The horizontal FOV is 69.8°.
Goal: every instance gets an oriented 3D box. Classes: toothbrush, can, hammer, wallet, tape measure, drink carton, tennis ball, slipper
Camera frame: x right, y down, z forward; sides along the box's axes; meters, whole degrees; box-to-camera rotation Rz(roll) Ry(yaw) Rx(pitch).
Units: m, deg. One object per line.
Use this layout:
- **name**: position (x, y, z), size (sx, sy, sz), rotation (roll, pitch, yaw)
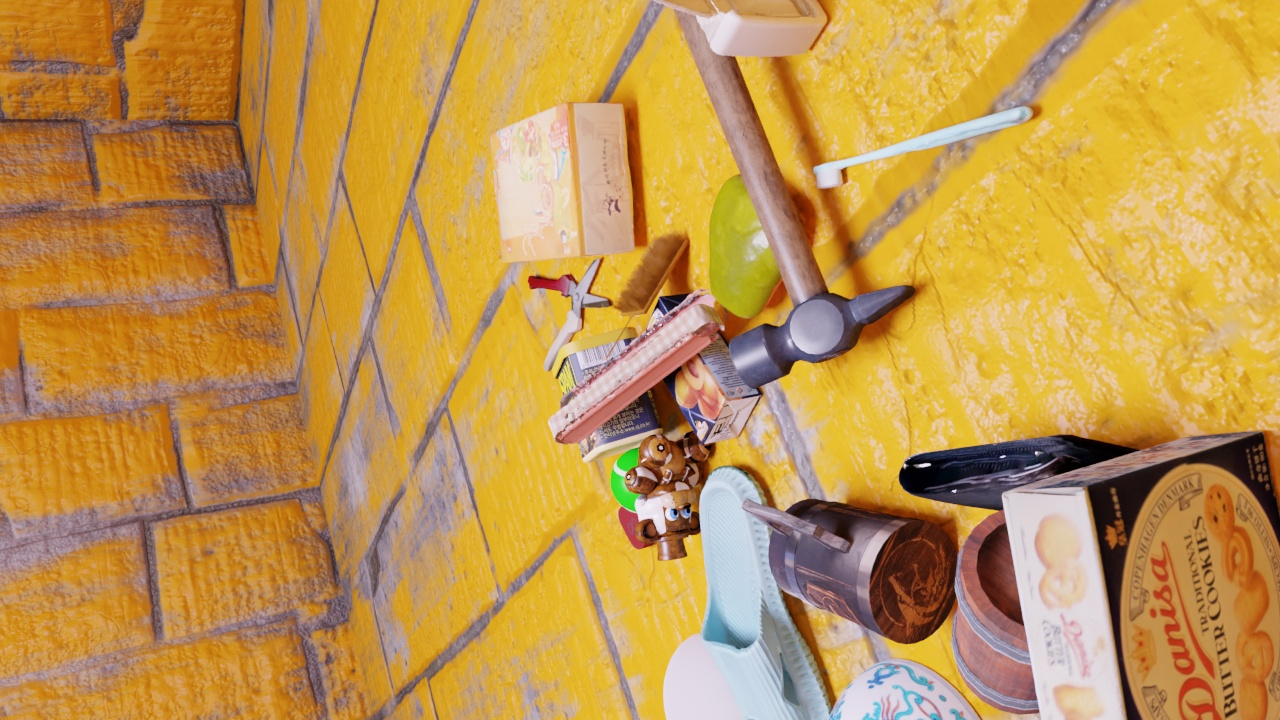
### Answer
- **toothbrush**: position (0.174, -0.135, 0.591), size (0.181, 0.016, 0.016), rotation (-4, 91, 61)
- **can**: position (-0.033, 0.038, 0.903), size (0.135, 0.075, 0.104), rotation (131, 123, -75)
- **hammer**: position (0.081, -0.151, 0.659), size (0.130, 0.040, 0.321), rotation (-25, 76, 26)
- **wallet**: position (0.213, 0.066, 0.501), size (0.115, 0.089, 0.026), rotation (-25, 58, 61)
- **tape measure**: position (-0.002, 0.173, 0.967), size (0.051, 0.019, 0.059), rotation (68, 155, 18)
- **drink carton**: position (0.051, 0.004, 0.813), size (0.130, 0.040, 0.064), rotation (60, 143, 34)
- **tennis ball**: position (0.003, 0.117, 0.898), size (0.065, 0.065, 0.065), rotation (22, 116, 57)
- **slipper**: position (0.089, 0.226, 0.777), size (0.116, 0.069, 0.276), rotation (-32, 69, 61)

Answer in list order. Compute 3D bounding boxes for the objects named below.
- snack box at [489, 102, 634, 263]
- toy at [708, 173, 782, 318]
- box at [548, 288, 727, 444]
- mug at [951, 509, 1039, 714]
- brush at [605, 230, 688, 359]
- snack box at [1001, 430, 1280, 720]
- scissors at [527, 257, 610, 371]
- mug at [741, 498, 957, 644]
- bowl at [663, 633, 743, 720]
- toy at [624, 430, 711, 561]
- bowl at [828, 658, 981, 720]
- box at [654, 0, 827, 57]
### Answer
- **snack box**: position (-0.078, -0.179, 0.949), size (0.195, 0.080, 0.145), rotation (7, 103, 59)
- **toy**: position (0.083, -0.086, 0.719), size (0.090, 0.051, 0.110), rotation (43, 129, 38)
- **box**: position (-0.007, 0.005, 0.781), size (0.187, 0.056, 0.067), rotation (-38, 42, 24)
- **mug**: position (0.226, 0.148, 0.493), size (0.117, 0.081, 0.111), rotation (24, 149, 28)
- **brush**: position (-0.002, -0.061, 0.832), size (0.048, 0.017, 0.126), rotation (-1, 55, 60)
- **snack box**: position (0.237, 0.115, 0.413), size (0.043, 0.144, 0.144), rotation (-12, 87, 60)
- **scissors**: position (-0.088, -0.057, 1.063), size (0.198, 0.015, 0.180), rotation (41, 130, 48)
- **mug**: position (0.138, 0.131, 0.628), size (0.107, 0.115, 0.080), rotation (4, 61, 61)
- **bowl**: position (0.060, 0.342, 0.877), size (0.150, 0.043, 0.150), rotation (22, 116, 56)
- **toy**: position (0.026, 0.124, 0.837), size (0.067, 0.087, 0.112), rotation (-17, 78, 50)
- **bowl**: position (0.172, 0.290, 0.639), size (0.144, 0.074, 0.144), rotation (22, 116, 56)
- **box**: position (0.037, -0.281, 0.623), size (0.143, 0.180, 0.081), rotation (61, 144, 20)
